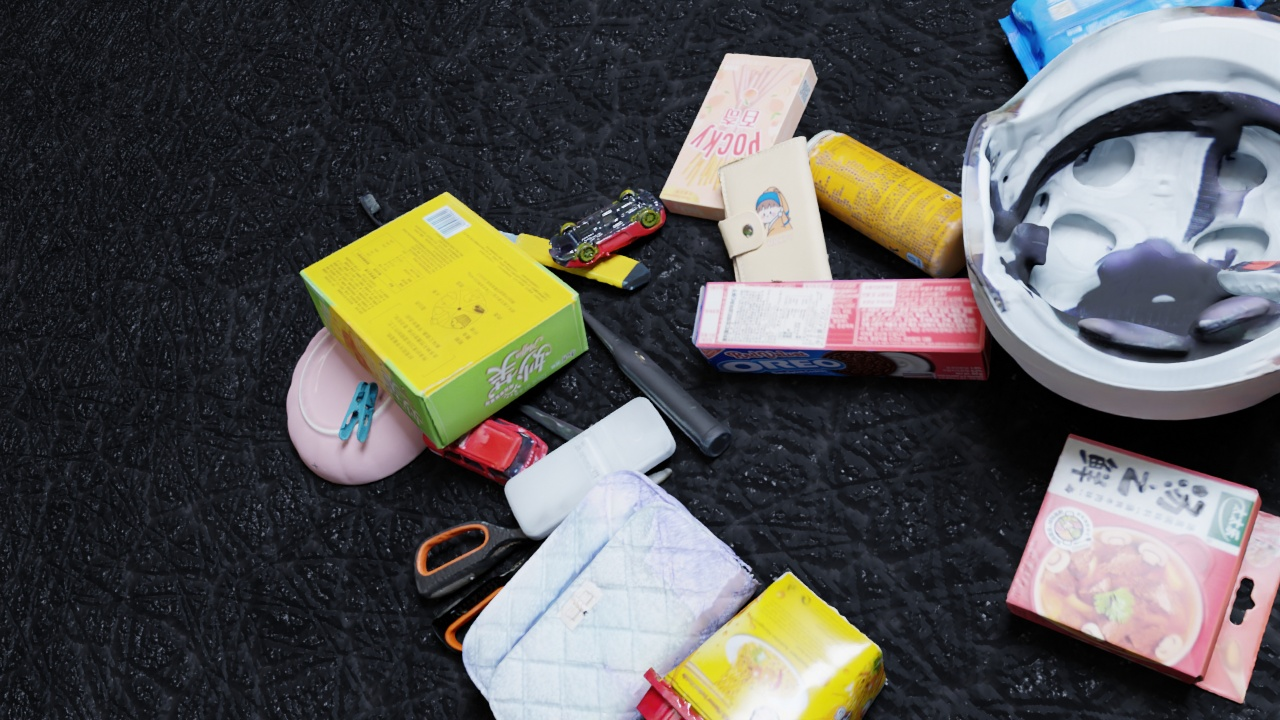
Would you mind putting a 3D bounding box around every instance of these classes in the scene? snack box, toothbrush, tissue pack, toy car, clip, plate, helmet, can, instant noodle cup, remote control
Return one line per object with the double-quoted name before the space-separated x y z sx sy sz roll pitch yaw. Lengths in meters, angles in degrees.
"snack box" -0.170 -0.042 0.787 0.157 0.070 0.210 -35 53 -23
"toothbrush" -0.241 -0.118 0.925 0.016 0.014 0.189 -37 55 -10
"tissue pack" 0.357 -0.254 0.682 0.157 0.052 0.094 -22 57 15
"toy car" -0.133 0.067 0.765 0.121 0.045 0.052 17 73 33
"snack box" 0.086 -0.194 0.797 0.084 0.026 0.157 16 73 31
"clip" -0.244 0.044 0.798 0.040 0.014 0.056 1 66 25
"snack box" 0.145 -0.024 0.668 0.208 0.057 0.058 2 69 26
"plate" -0.255 0.018 0.849 0.193 0.039 0.192 -11 62 21
"helmet" 0.316 -0.073 0.557 0.229 0.146 0.258 4 60 24
"can" 0.186 -0.120 0.694 0.058 0.058 0.146 -47 56 -2
"instant noodle cup" 0.080 0.207 0.560 0.123 0.116 0.116 -43 55 -13
"toy car" -0.030 -0.112 0.799 0.106 0.031 0.049 -29 40 -8
"toothbrush" -0.087 0.045 0.771 0.181 0.018 0.015 25 76 31
"remote control" -0.039 0.083 0.708 0.136 0.020 0.056 -33 56 0
"toothbrush" -0.004 0.004 0.746 0.212 0.026 0.027 43 133 35
"snack box" 0.297 0.117 0.534 0.127 0.044 0.113 18 75 31

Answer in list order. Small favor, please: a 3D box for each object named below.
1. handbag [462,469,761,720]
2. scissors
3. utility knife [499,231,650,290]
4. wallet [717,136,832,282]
"handbag" -0.026 0.181 0.638 0.134 0.075 0.194 39 87 29
"scissors" -0.070 0.151 0.714 0.234 0.022 0.162 -10 69 14
"utility knife" -0.077 -0.096 0.833 0.207 0.015 0.033 19 55 32
"wallet" 0.100 -0.107 0.719 0.087 0.024 0.115 -12 89 39
